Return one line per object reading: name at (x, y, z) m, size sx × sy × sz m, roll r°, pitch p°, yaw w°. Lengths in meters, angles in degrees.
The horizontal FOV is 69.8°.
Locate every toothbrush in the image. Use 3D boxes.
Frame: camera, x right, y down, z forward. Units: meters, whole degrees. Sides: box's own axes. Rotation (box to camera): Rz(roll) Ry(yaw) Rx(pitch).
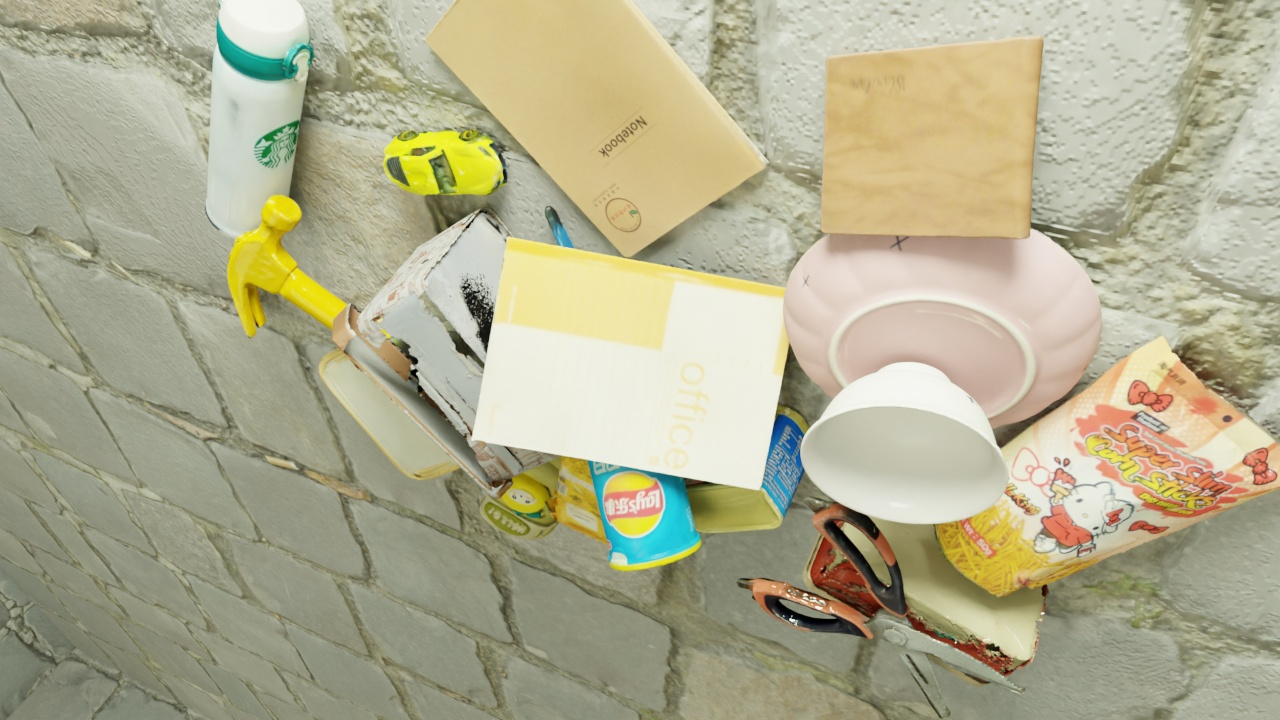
toothbrush at (-0.037, -0.042, 0.733) m, size 0.016 × 0.014 × 0.190 m, roll 23°, pitch 145°, yaw 50°

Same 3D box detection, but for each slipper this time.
slipper at (-0.113, 0.143, 0.919) m, size 0.091 × 0.081 × 0.191 m, roll 30°, pitch 143°, yaw 1°

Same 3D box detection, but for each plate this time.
plate at (0.181, -0.010, 0.573) m, size 0.192 × 0.038 × 0.193 m, roll 13°, pitch 142°, yaw 10°

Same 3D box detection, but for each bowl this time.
bowl at (0.161, 0.041, 0.557) m, size 0.118 × 0.064 × 0.118 m, roll 12°, pitch 142°, yaw 10°

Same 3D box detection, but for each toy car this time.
toy car at (-0.148, -0.145, 0.688) m, size 0.105 × 0.032 × 0.048 m, roll 6°, pitch 133°, yaw 27°

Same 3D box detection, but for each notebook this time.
notebook at (-0.033, -0.172, 0.602) m, size 0.207 × 0.008 × 0.148 m, roll 46°, pitch 139°, yaw -15°
notebook at (-0.004, 0.004, 0.639) m, size 0.206 × 0.010 × 0.146 m, roll 11°, pitch 95°, yaw -2°

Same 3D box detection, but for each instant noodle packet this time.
instant noodle packet at (-0.023, 0.111, 0.813) m, size 0.128 × 0.044 × 0.111 m, roll 24°, pitch 108°, yaw 29°

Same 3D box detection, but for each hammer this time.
hammer at (-0.224, -0.010, 0.807) m, size 0.300 × 0.032 × 0.129 m, roll 36°, pitch 121°, yaw -14°

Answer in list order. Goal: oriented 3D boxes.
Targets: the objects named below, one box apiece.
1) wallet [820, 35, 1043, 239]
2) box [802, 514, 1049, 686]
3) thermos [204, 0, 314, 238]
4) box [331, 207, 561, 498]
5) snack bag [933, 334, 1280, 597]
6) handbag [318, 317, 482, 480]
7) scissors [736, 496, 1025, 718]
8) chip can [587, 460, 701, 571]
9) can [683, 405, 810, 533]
wallet at (0.152, -0.116, 0.493) m, size 0.115 × 0.020 × 0.101 m, roll 5°, pitch 102°, yaw 31°
box at (0.223, 0.170, 0.711) m, size 0.168 × 0.091 × 0.078 m, roll 29°, pitch 143°, yaw 5°
thermos at (-0.300, -0.186, 0.719) m, size 0.073 × 0.073 × 0.225 m, roll 35°, pitch 140°, yaw -2°
box at (-0.150, 0.012, 0.730) m, size 0.167 × 0.149 × 0.182 m, roll -24°, pitch 115°, yaw 31°
snack bag at (0.299, 0.082, 0.605) m, size 0.128 × 0.073 × 0.208 m, roll 39°, pitch 133°, yaw -5°
handbag at (-0.192, 0.022, 0.875) m, size 0.179 × 0.063 × 0.163 m, roll -20°, pitch 119°, yaw 27°
scissors at (0.175, 0.186, 0.678) m, size 0.225 × 0.015 × 0.189 m, roll 16°, pitch 130°, yaw 21°
chip can at (-0.013, 0.045, 0.684) m, size 0.071 × 0.071 × 0.210 m, roll -11°, pitch 94°, yaw 40°
can at (0.080, 0.088, 0.730) m, size 0.102 × 0.083 × 0.057 m, roll -14°, pitch 121°, yaw 42°
